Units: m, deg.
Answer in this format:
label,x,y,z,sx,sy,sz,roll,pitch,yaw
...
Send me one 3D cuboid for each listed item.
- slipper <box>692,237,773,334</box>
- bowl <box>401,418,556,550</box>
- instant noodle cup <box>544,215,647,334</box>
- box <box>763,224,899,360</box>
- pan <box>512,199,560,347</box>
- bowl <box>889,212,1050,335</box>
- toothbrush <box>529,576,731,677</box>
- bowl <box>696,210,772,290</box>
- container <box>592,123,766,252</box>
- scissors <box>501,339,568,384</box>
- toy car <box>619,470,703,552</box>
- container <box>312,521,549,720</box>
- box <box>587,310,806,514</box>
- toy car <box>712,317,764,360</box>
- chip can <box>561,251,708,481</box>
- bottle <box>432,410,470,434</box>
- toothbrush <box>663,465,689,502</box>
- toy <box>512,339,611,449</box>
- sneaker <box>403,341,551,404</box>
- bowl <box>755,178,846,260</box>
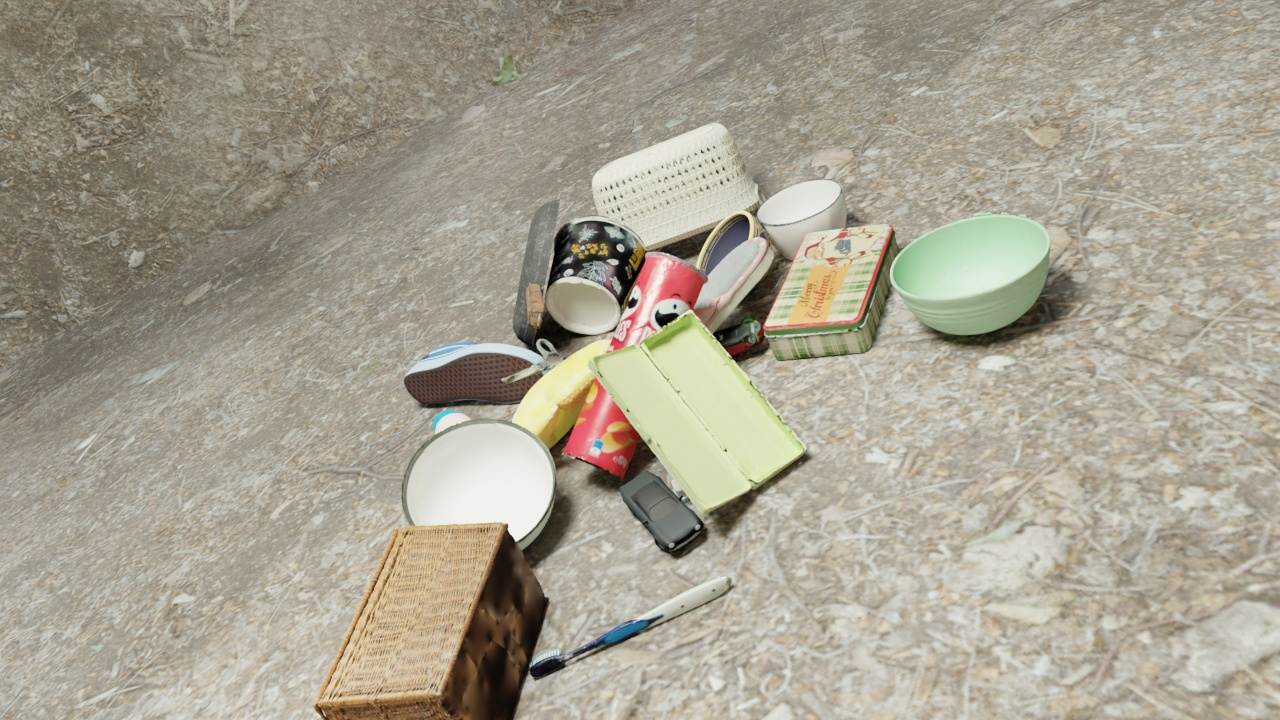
label,x,y,z,sx,sy,sz,roll,pitch,yaw
slipper,0.044,-0.044,1.052,0.274,0.054,0.114,-48,21,-4
bowl,-0.159,0.141,0.933,0.153,0.073,0.153,-1,54,1
instant noodle cup,-0.065,-0.107,1.238,0.137,0.137,0.112,-10,44,27
box,0.222,-0.083,1.046,0.118,0.050,0.204,-6,36,34
pan,-0.138,-0.098,1.180,0.040,0.208,0.356,11,15,-7
bowl,0.333,-0.076,0.916,0.151,0.077,0.150,-19,30,12
toothbrush,-0.009,0.223,0.775,0.189,0.016,0.017,-25,19,3
bowl,0.128,-0.126,1.161,0.113,0.061,0.112,-44,31,36
container,0.049,-0.244,1.341,0.246,0.143,0.184,-19,17,13
scissors,-0.112,0.013,1.103,0.014,0.095,0.170,-50,11,24
toy car,0.017,0.140,0.865,0.046,0.034,0.112,-33,30,-11
container,-0.166,0.239,0.772,0.113,0.114,0.198,-10,35,18
box,0.052,0.048,0.873,0.140,0.044,0.187,-27,66,-32
toy car,0.098,-0.018,1.048,0.091,0.036,0.042,-24,28,18
chip can,-0.006,0.006,0.961,0.073,0.073,0.232,13,76,48
bottle,-0.220,0.092,1.111,0.051,0.051,0.146,-35,31,-16
toothbrush,0.019,0.093,0.959,0.016,0.016,0.180,-28,28,-2
toy,-0.089,0.042,1.049,0.170,0.064,0.155,-50,8,-26
sneaker,-0.205,0.000,1.219,0.242,0.083,0.098,-6,32,35
bowl,0.214,-0.178,1.184,0.116,0.066,0.116,-20,30,12
